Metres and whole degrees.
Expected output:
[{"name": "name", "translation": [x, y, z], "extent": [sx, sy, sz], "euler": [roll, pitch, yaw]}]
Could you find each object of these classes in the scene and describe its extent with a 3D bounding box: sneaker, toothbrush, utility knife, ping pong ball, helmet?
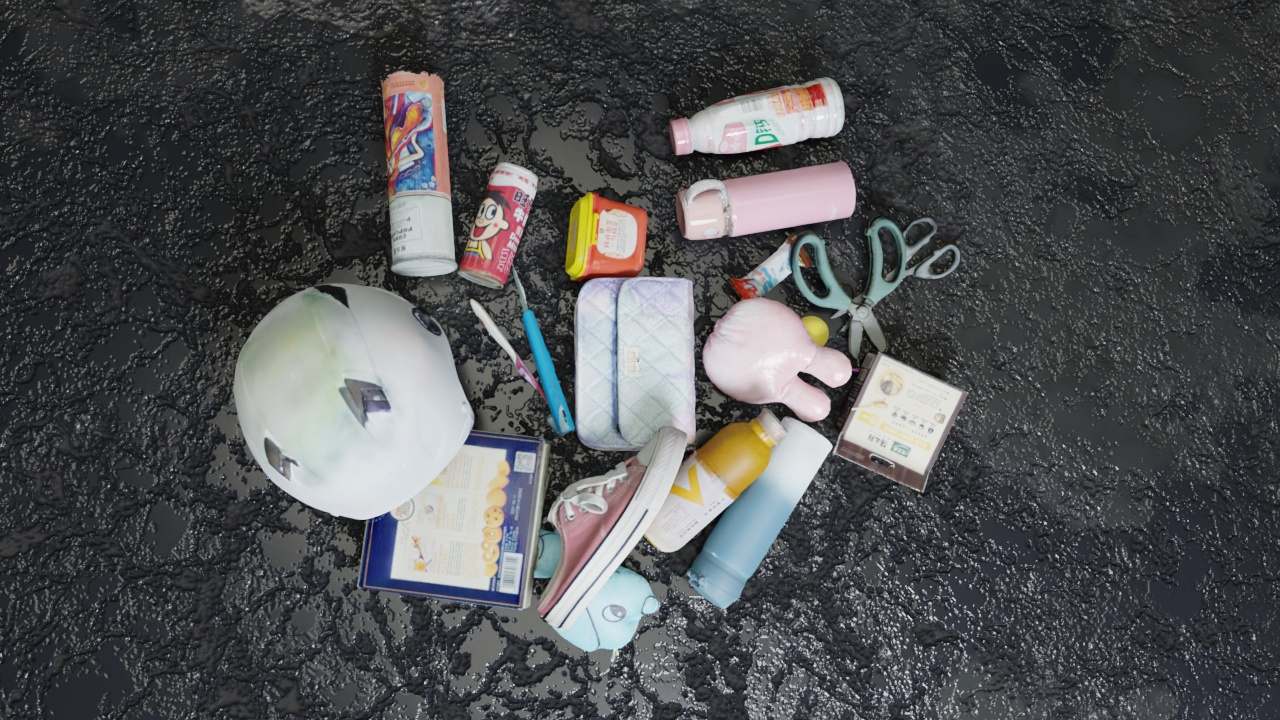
[{"name": "sneaker", "translation": [-0.043, 0.158, 0.939], "extent": [0.088, 0.118, 0.241], "euler": [35, 91, -2]}, {"name": "toothbrush", "translation": [0.257, 0.013, 1.072], "extent": [0.189, 0.018, 0.014], "euler": [4, 83, -2]}, {"name": "utility knife", "translation": [-0.113, -0.014, 1.021], "extent": [0.018, 0.034, 0.204], "euler": [-17, 78, -16]}, {"name": "ping pong ball", "translation": [0.196, -0.031, 1.055], "extent": [0.040, 0.040, 0.040], "euler": [1, 84, -6]}, {"name": "helmet", "translation": [-0.310, 0.029, 0.918], "extent": [0.229, 0.146, 0.258], "euler": [-33, 74, 7]}, {"name": "toothbrush", "translation": [-0.138, 0.008, 1.033], "extent": [0.017, 0.016, 0.187], "euler": [-36, 89, 2]}]

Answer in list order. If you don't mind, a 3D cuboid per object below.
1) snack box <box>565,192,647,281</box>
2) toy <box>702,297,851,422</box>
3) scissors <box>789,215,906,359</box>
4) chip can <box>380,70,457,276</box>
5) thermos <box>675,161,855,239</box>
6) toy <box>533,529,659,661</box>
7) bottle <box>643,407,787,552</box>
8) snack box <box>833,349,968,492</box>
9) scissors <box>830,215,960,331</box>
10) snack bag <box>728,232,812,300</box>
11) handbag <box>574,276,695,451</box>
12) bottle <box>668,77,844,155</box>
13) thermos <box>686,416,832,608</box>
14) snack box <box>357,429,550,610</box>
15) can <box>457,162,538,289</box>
[{"name": "snack box", "translation": [-0.037, -0.134, 1.026], "extent": [0.080, 0.082, 0.091], "euler": [7, 82, -15]}, {"name": "toy", "translation": [0.151, 0.002, 1.030], "extent": [0.159, 0.054, 0.121], "euler": [31, 106, 6]}, {"name": "scissors", "translation": [0.262, -0.096, 1.066], "extent": [0.176, 0.019, 0.175], "euler": [-36, 97, -9]}, {"name": "chip can", "translation": [-0.245, -0.206, 1.015], "extent": [0.071, 0.071, 0.214], "euler": [-4, 83, -6]}, {"name": "thermos", "translation": [0.142, -0.186, 1.044], "extent": [0.198, 0.087, 0.067], "euler": [-9, 63, -7]}, {"name": "toy", "translation": [-0.063, 0.250, 0.998], "extent": [0.161, 0.050, 0.156], "euler": [-10, 83, -2]}, {"name": "bottle", "translation": [0.078, 0.127, 0.994], "extent": [0.189, 0.068, 0.068], "euler": [-43, 89, 7]}, {"name": "snack box", "translation": [0.290, 0.067, 1.042], "extent": [0.113, 0.053, 0.126], "euler": [24, 95, -2]}, {"name": "scissors", "translation": [0.305, -0.093, 1.086], "extent": [0.150, 0.014, 0.170], "euler": [14, 84, -3]}, {"name": "snack bag", "translation": [0.151, -0.102, 1.066], "extent": [0.104, 0.026, 0.048], "euler": [-35, 100, -7]}, {"name": "handbag", "translation": [-0.006, 0.006, 1.015], "extent": [0.134, 0.076, 0.194], "euler": [-1, 85, -8]}, {"name": "bottle", "translation": [0.133, -0.276, 1.064], "extent": [0.197, 0.068, 0.068], "euler": [-13, 85, -3]}, {"name": "thermos", "translation": [0.130, 0.169, 1.018], "extent": [0.070, 0.070, 0.220], "euler": [33, 83, -1]}, {"name": "snack box", "translation": [-0.197, 0.164, 0.982], "extent": [0.182, 0.046, 0.178], "euler": [6, 83, 6]}, {"name": "can", "translation": [-0.158, -0.151, 1.027], "extent": [0.053, 0.053, 0.132], "euler": [18, 83, -3]}]
